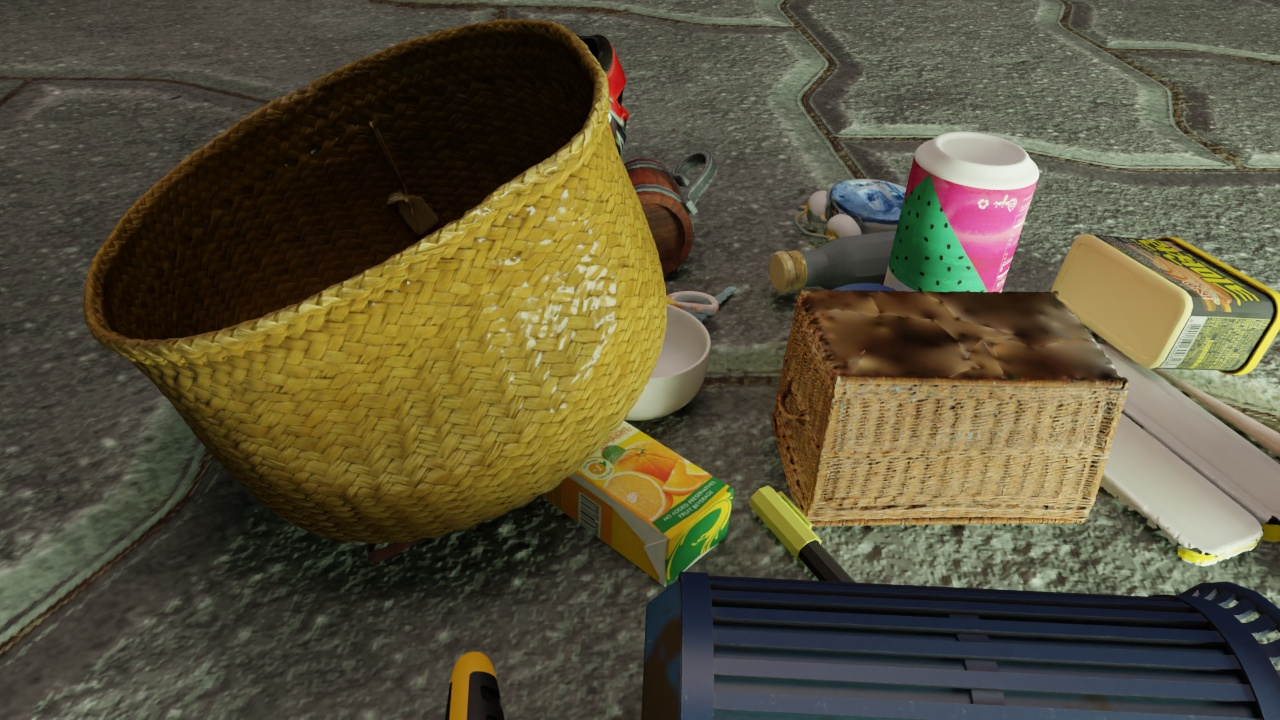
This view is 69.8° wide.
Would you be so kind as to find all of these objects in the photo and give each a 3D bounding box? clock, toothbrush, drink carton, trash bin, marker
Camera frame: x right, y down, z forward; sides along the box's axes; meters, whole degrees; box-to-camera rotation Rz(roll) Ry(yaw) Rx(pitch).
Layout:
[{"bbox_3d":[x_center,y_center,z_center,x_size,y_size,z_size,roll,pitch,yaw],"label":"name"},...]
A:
[{"bbox_3d":[0.209,-0.136,0.880,0.125,0.052,0.088,-5,37,-12],"label":"clock"},{"bbox_3d":[-0.068,0.209,0.386,0.031,0.031,0.196,-28,39,10],"label":"toothbrush"},{"bbox_3d":[-0.010,0.078,0.567,0.122,0.041,0.058,29,42,33],"label":"drink carton"},{"bbox_3d":[0.125,0.158,0.382,0.249,0.139,0.139,2,35,1],"label":"trash bin"},{"bbox_3d":[0.108,0.119,0.538,0.021,0.018,0.124,-16,41,-25],"label":"marker"},{"bbox_3d":[0.436,0.034,0.691,0.018,0.016,0.181,-8,36,-26],"label":"toothbrush"}]

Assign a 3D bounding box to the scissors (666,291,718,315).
[{"bbox_3d":[0.002,-0.044,0.757,0.128,0.011,0.125,5,29,14],"label":"scissors"}]

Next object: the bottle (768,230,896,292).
[{"bbox_3d":[0.191,-0.085,0.798,0.161,0.046,0.072,-8,2,-16],"label":"bottle"}]

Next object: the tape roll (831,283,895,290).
[{"bbox_3d":[0.164,-0.018,0.700,0.093,0.016,0.091,-40,48,-5],"label":"tape roll"}]

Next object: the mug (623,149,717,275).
[{"bbox_3d":[0.019,-0.144,0.835,0.117,0.081,0.111,-30,28,15],"label":"mug"}]

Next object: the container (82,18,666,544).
[{"bbox_3d":[-0.136,-0.048,0.556,0.307,0.197,0.306,-12,39,10],"label":"container"}]

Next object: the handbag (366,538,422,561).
[{"bbox_3d":[-0.124,0.082,0.569,0.055,0.029,0.119,22,44,27],"label":"handbag"}]

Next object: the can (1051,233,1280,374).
[{"bbox_3d":[0.417,-0.048,0.737,0.101,0.073,0.130,1,31,-21],"label":"can"}]

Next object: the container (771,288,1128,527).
[{"bbox_3d":[0.191,0.028,0.593,0.198,0.113,0.113,-1,35,-4],"label":"container"}]

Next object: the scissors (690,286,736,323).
[{"bbox_3d":[0.043,-0.035,0.757,0.057,0.015,0.136,22,43,28],"label":"scissors"}]

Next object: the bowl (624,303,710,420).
[{"bbox_3d":[-0.004,0.004,0.662,0.105,0.054,0.104,4,35,-3],"label":"bowl"}]

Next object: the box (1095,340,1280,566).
[{"bbox_3d":[0.355,0.055,0.649,0.127,0.023,0.209,-9,38,-20],"label":"box"}]

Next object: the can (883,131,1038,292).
[{"bbox_3d":[0.241,-0.086,0.712,0.088,0.166,0.088,2,35,-2],"label":"can"}]

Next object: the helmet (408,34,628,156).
[{"bbox_3d":[-0.116,-0.219,0.861,0.217,0.167,0.272,-29,32,-11],"label":"helmet"}]
